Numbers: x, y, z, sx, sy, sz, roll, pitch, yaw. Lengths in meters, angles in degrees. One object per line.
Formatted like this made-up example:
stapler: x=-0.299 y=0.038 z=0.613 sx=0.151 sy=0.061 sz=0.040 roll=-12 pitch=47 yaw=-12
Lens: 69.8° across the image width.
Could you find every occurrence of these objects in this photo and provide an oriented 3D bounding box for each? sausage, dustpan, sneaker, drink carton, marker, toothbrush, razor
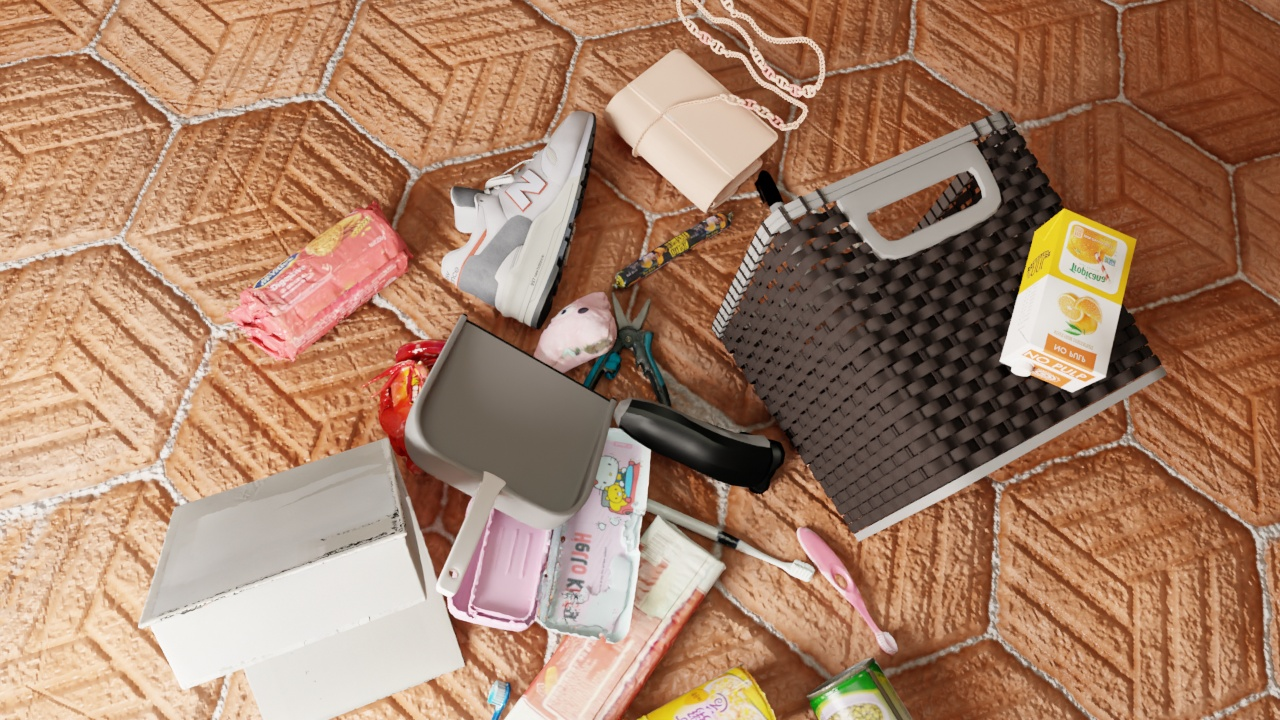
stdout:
sausage: x=0.034 y=-0.115 z=0.944 sx=0.155 sy=0.020 sz=0.020 roll=-32 pitch=73 yaw=-17
dustpan: x=-0.116 y=0.082 z=0.748 sx=0.163 sy=0.033 sz=0.256 roll=30 pitch=46 yaw=-13
sneaker: x=-0.124 y=-0.155 z=0.910 sx=0.124 sy=0.089 sz=0.239 roll=13 pitch=69 yaw=-2
drink carton: x=0.311 y=-0.041 z=0.669 sx=0.058 sy=0.040 sz=0.122 roll=23 pitch=71 yaw=-1
marker: x=0.150 y=-0.143 z=0.970 sx=0.022 sy=0.016 sz=0.138 roll=-25 pitch=69 yaw=18
toothbrush: x=0.185 y=0.204 z=0.820 sx=0.021 sy=0.016 sz=0.135 roll=-32 pitch=73 yaw=-17
toothbrush: x=-0.134 y=0.325 z=0.738 sx=0.017 sy=0.022 sz=0.134 roll=37 pitch=61 yaw=-34
toothbrush: x=0.070 y=0.156 z=0.830 sx=0.187 sy=0.017 sz=0.012 roll=23 pitch=46 yaw=5
razor: x=0.050 y=0.073 z=0.832 sx=0.156 sy=0.057 sz=0.060 roll=18 pitch=26 yaw=-15

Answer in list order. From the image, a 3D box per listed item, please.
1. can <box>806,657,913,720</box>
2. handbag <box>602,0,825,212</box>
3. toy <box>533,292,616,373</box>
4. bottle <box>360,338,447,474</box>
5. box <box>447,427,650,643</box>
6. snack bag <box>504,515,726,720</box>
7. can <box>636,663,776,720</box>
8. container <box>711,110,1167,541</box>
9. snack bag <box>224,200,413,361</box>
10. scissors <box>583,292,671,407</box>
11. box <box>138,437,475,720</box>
can: x=0.195 y=0.312 z=0.746 sx=0.067 sy=0.067 sz=0.121 roll=-26 pitch=71 yaw=-15
handbag: x=0.054 y=-0.271 z=0.921 sx=0.199 sy=0.188 sz=0.116 roll=44 pitch=63 yaw=8
toy: x=-0.057 y=-0.030 z=0.876 sx=0.053 sy=0.099 sz=0.095 roll=47 pitch=38 yaw=-28
bottle: x=-0.188 y=0.041 z=0.816 sx=0.099 sy=0.099 sz=0.111 roll=-2 pitch=69 yaw=-6
box: x=-0.074 y=0.139 z=0.796 sx=0.153 sy=0.041 sz=0.200 roll=14 pitch=54 yaw=-7
snack bag: x=-0.020 y=0.242 z=0.774 sx=0.077 sy=0.041 sz=0.224 roll=35 pitch=70 yaw=11
can: x=0.054 y=0.299 z=0.740 sx=0.105 sy=0.068 sz=0.067 roll=-24 pitch=71 yaw=-14
container: x=0.244 y=-0.015 z=0.800 sx=0.247 sy=0.246 sz=0.243 roll=-25 pitch=74 yaw=-15
snack bag: x=-0.296 y=-0.073 z=0.866 sx=0.082 sy=0.082 sz=0.176 roll=43 pitch=71 yaw=13
scissors: x=-0.005 y=0.005 z=0.889 sx=0.118 sy=0.019 sz=0.148 roll=28 pitch=65 yaw=8
box: x=-0.250 y=0.209 z=0.770 sx=0.167 sy=0.447 sz=0.164 roll=-18 pitch=62 yaw=-13
